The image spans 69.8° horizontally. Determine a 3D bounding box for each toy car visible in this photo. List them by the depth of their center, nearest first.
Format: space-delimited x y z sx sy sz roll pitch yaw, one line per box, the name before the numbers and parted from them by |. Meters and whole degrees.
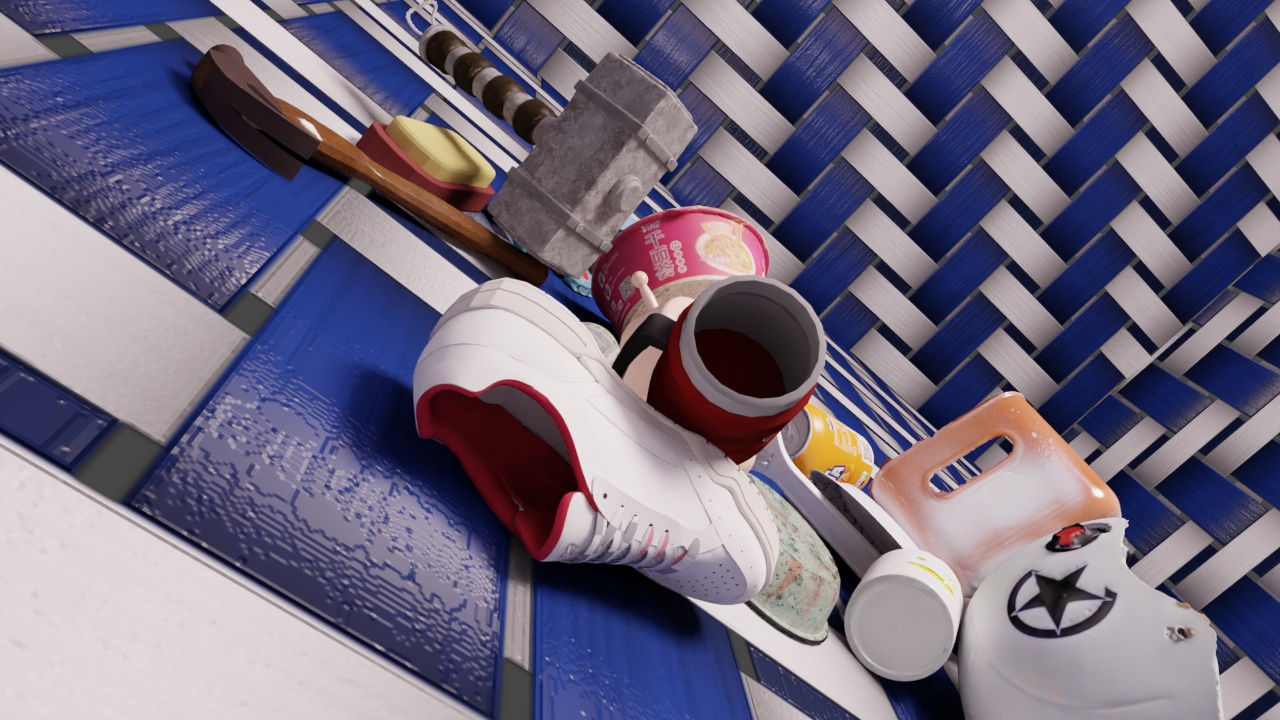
toy car | -0.082 -0.114 0.962 0.107 0.027 0.060 49 14 24

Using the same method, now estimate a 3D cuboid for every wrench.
wrench | 0.167 0.141 0.842 0.273 0.066 0.018 47 31 -3

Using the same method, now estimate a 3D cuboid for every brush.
brush | -0.185 -0.180 0.834 0.082 0.042 0.173 44 13 3

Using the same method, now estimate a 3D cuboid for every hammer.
hammer | -0.186 -0.131 0.707 0.322 0.033 0.115 29 17 -48
hammer | -0.118 -0.233 0.831 0.326 0.177 0.079 42 7 25

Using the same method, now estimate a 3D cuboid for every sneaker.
sneaker | -0.022 0.072 0.471 0.236 0.091 0.104 47 33 -21

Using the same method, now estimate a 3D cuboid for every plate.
plate | 0.231 0.172 0.872 0.188 0.016 0.189 50 -6 6

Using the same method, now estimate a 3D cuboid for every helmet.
helmet | 0.328 0.254 0.701 0.263 0.164 0.237 -78 148 -71

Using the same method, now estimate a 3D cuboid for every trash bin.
trash bin | 0.369 0.184 0.925 0.260 0.181 0.157 55 4 -44

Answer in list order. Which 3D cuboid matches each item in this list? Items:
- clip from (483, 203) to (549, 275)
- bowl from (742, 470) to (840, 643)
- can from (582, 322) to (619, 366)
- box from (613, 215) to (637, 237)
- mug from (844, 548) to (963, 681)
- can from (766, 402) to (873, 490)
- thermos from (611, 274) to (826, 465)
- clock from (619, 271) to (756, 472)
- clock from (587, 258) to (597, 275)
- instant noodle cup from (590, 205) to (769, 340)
clip | -0.115 -0.126 0.886 0.027 0.104 0.120 20 33 -50
bowl | 0.094 0.134 0.681 0.157 0.039 0.157 40 13 -12
can | -0.048 0.010 0.617 0.054 0.054 0.135 43 14 -2
box | -0.051 -0.149 1.008 0.125 0.021 0.209 16 1 11
mug | 0.209 0.198 0.724 0.082 0.083 0.106 47 15 16
can | 0.186 0.095 0.984 0.142 0.079 0.079 29 19 -46
thermos | 0.034 0.021 0.567 0.108 0.083 0.199 28 -25 2
clock | 0.034 0.021 0.776 0.131 0.086 0.160 31 36 -42
clock | -0.018 -0.093 1.013 0.141 0.055 0.093 40 13 -38
instant noodle cup | 0.045 -0.054 0.880 0.178 0.179 0.077 32 34 -39
